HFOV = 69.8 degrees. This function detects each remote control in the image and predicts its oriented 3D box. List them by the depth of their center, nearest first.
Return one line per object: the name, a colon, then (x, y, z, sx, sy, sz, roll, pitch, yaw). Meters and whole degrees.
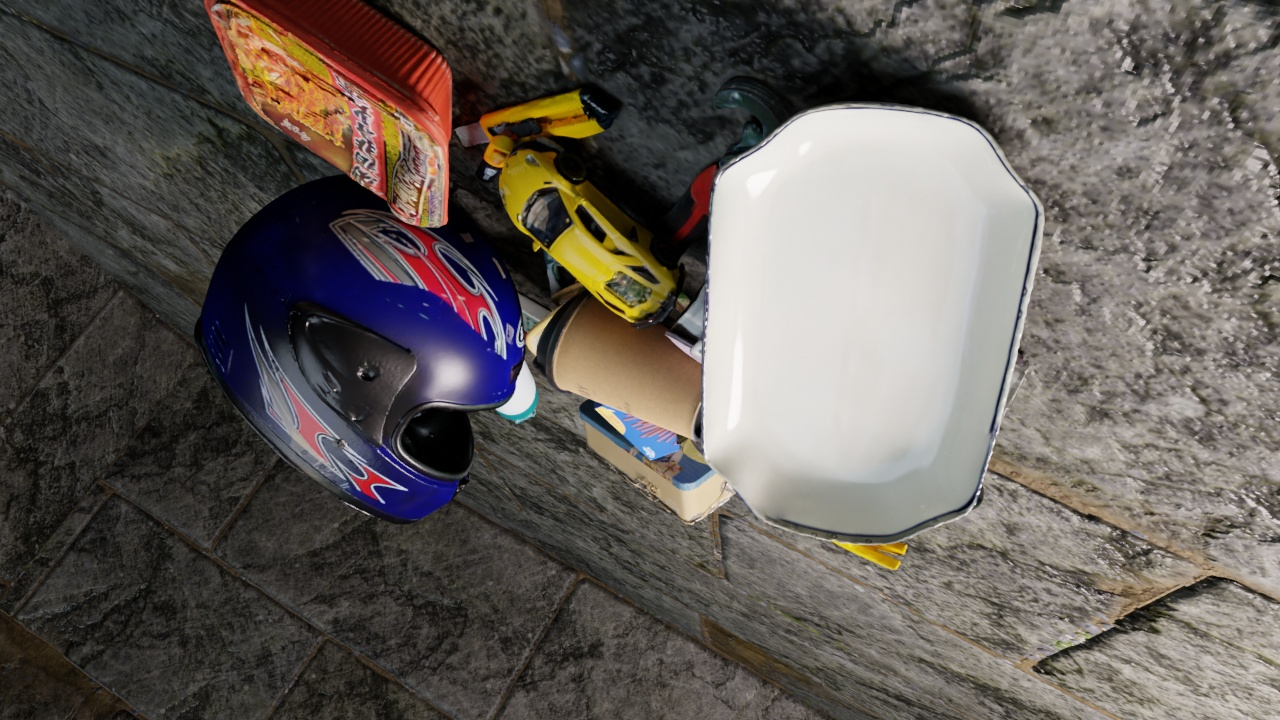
remote control: (-0.109, -0.041, 0.967, 0.135, 0.019, 0.056, 30, 161, 5)

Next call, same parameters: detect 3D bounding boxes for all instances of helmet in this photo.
helmet: (-0.223, -0.022, 0.841, 0.315, 0.241, 0.247, 50, -166, -22)

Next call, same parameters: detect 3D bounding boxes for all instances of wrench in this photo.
wrench: (0.035, -0.102, 0.603, 0.056, 0.016, 0.274, 37, 160, -4)

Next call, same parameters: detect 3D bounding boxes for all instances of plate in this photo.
plate: (0.116, -0.011, 0.498, 0.162, 0.034, 0.266, 8, 123, 15)

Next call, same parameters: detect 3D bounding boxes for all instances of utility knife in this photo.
utility knife: (-0.080, -0.161, 0.635, 0.203, 0.015, 0.033, 8, 147, 52)

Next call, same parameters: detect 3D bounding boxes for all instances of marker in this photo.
marker: (-0.111, -0.148, 0.690, 0.018, 0.015, 0.124, 21, 175, -15)

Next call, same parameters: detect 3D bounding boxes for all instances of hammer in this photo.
hammer: (0.237, 0.146, 0.873, 0.129, 0.032, 0.301, 31, 161, 1)

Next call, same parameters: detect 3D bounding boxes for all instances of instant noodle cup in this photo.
instant noodle cup: (-0.206, -0.191, 0.659, 0.189, 0.079, 0.165, 32, 161, -3)

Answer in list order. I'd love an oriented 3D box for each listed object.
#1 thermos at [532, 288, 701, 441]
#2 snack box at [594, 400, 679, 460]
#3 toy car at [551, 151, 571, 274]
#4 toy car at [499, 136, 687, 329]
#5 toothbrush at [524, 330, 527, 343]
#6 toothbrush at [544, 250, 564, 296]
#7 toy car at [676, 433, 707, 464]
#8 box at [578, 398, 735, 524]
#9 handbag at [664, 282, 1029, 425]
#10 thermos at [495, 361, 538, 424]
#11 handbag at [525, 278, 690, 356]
thermos: (-0.004, 0.004, 0.706, 0.143, 0.093, 0.093, 28, 161, 23)
snack box: (0.047, 0.032, 0.782, 0.157, 0.026, 0.084, -23, 129, 30)
toy car: (-0.053, -0.110, 0.689, 0.054, 0.036, 0.121, 9, 140, 41)
toy car: (-0.037, -0.086, 0.639, 0.156, 0.041, 0.071, 42, 137, -12)
toothbrush: (-0.066, 0.015, 1.044, 0.187, 0.016, 0.017, 33, 169, -1)
toothbrush: (-0.075, -0.087, 0.810, 0.018, 0.016, 0.192, 18, 159, 7)
toy car: (0.086, 0.046, 0.742, 0.070, 0.042, 0.159, 23, 137, -15)
box: (0.017, 0.082, 0.917, 0.184, 0.089, 0.061, 31, 140, 36)
handbag: (0.122, -0.001, 0.606, 0.197, 0.098, 0.145, 33, 166, 0)
thermos: (-0.169, 0.017, 1.121, 0.073, 0.073, 0.224, 28, 165, 11)
handbag: (0.004, -0.017, 0.815, 0.163, 0.063, 0.179, 38, 145, -17)
